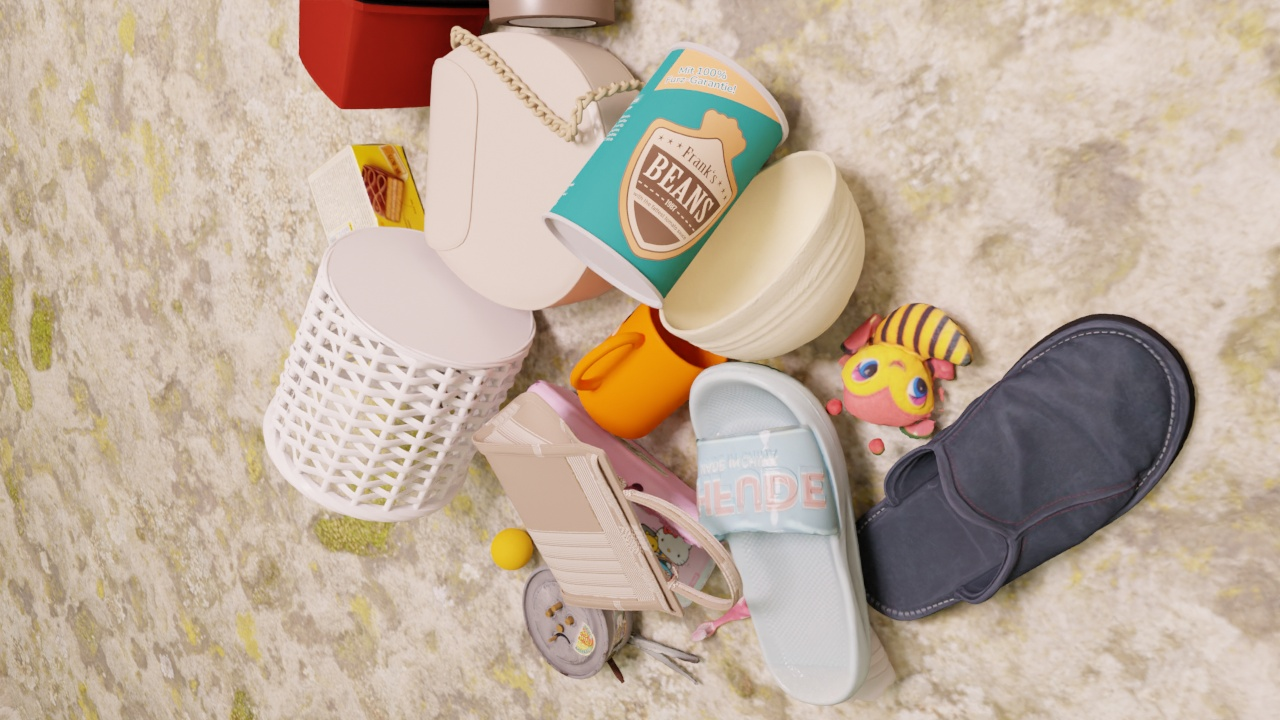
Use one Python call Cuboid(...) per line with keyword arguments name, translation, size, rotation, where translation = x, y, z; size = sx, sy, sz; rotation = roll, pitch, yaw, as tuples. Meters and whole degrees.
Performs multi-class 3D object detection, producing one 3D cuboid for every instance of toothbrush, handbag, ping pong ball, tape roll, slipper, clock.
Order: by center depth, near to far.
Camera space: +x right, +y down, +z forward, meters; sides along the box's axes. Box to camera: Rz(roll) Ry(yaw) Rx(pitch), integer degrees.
Cuboid(name="slipper", translation=(0.217, 0.085, 0.569), size=(0.109, 0.083, 0.266), rotation=(52, 125, 18))
Cuboid(name="slipper", translation=(0.092, 0.118, 0.626), size=(0.104, 0.074, 0.245), rotation=(-17, 86, 38))
Cuboid(name="handbag", translation=(-0.010, 0.124, 0.655), size=(0.198, 0.062, 0.176), rotation=(12, 135, 45))
Cuboid(name="tape roll", translation=(-0.066, -0.268, 0.686), size=(0.094, 0.093, 0.030), rotation=(10, 108, 35))
Cuboid(name="handbag", translation=(-0.091, -0.149, 0.730), size=(0.209, 0.103, 0.211), rotation=(21, 113, 34))
Cuboid(name="toothbrush", translation=(0.086, 0.198, 0.739), size=(0.135, 0.016, 0.021), rotation=(-43, 75, 37))
Cuboid(name="clock", translation=(-0.057, 0.213, 0.813), size=(0.104, 0.056, 0.148), rotation=(8, 105, 39))
Cuboid(name="ping pong ball", translation=(-0.123, 0.181, 0.878), size=(0.040, 0.040, 0.040), rotation=(10, 108, 35))

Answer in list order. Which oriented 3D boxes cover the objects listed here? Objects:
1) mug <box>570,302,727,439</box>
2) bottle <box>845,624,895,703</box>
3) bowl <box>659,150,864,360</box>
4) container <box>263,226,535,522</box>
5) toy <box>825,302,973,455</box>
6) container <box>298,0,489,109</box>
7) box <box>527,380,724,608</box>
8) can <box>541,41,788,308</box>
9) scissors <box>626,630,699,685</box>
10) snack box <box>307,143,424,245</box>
Cuboid(name="mug", translation=(-0.004, 0.004, 0.697), size=(0.096, 0.112, 0.077), rotation=(-44, 62, 36))
Cuboid(name="bottle", translation=(0.141, 0.180, 0.675), size=(0.044, 0.044, 0.136), rotation=(-27, 85, 38))
Cuboid(name="bowl", translation=(0.091, -0.057, 0.609), size=(0.075, 0.150, 0.151), rotation=(38, 133, -24))
Cuboid(name="container", translation=(-0.212, 0.011, 0.809), size=(0.189, 0.188, 0.187), rotation=(44, 123, 21))
Cuboid(name="toy", translation=(0.171, 0.007, 0.609), size=(0.084, 0.046, 0.104), rotation=(49, 122, 24))
Cuboid(name="container", translation=(-0.197, -0.316, 0.740), size=(0.127, 0.147, 0.201), rotation=(50, 135, 25))
Cuboid(name="box", translation=(-0.026, 0.115, 0.766), size=(0.201, 0.111, 0.101), rotation=(37, 96, 24))
Cuboid(name="can", translation=(0.017, -0.122, 0.615), size=(0.099, 0.099, 0.144), rotation=(34, 84, 26))
Cuboid(name="scissors", translation=(-0.015, 0.237, 0.828), size=(0.154, 0.014, 0.131), rotation=(-22, 88, 41))
Cuboid(name="snack box", translation=(-0.262, -0.146, 0.887), size=(0.084, 0.061, 0.105), rotation=(-18, 90, 39))
